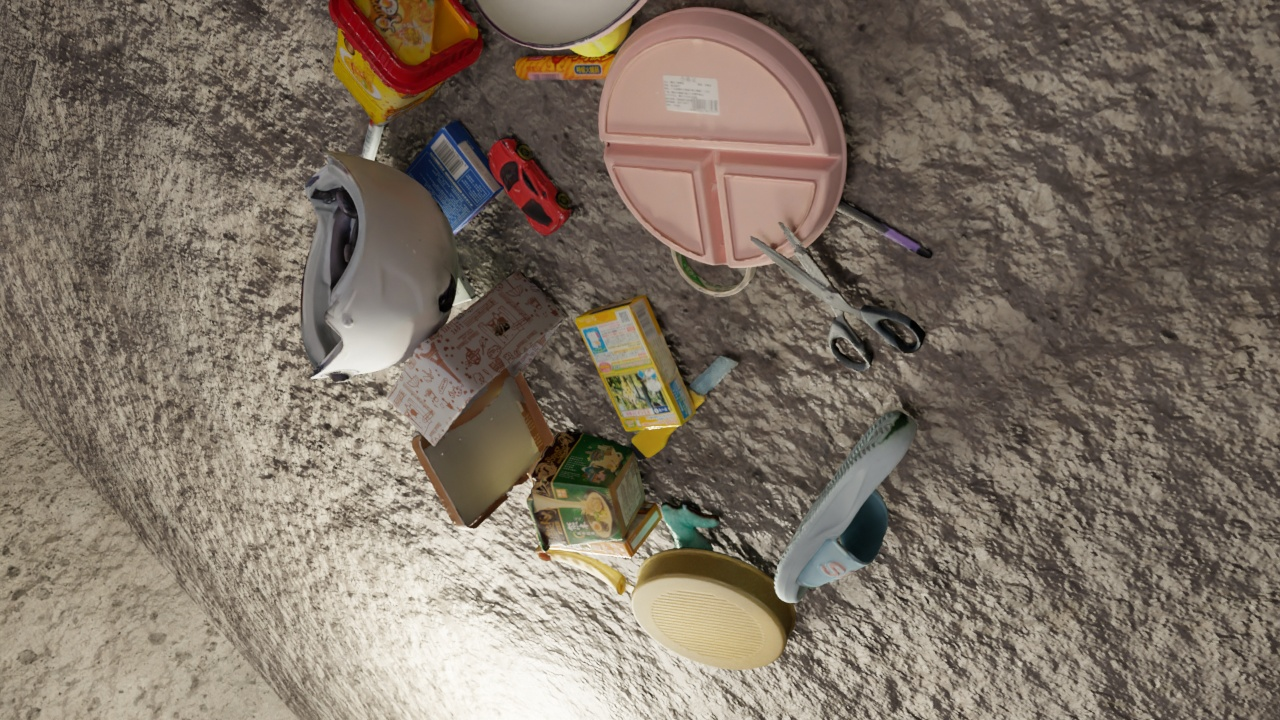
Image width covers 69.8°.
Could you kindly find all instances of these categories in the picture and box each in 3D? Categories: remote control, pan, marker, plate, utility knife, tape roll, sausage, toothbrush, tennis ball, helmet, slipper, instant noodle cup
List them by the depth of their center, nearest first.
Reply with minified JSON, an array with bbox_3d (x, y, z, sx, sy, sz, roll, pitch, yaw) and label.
[{"bbox_3d":[-0.049,-0.330,0.701,0.193,0.039,0.192,0,90,27],"label":"plate"},{"bbox_3d":[-0.040,-0.285,0.756,0.065,0.065,0.066,21,132,24],"label":"tennis ball"},{"bbox_3d":[0.156,-0.132,0.760,0.189,0.016,0.014,32,146,12],"label":"toothbrush"},{"bbox_3d":[0.058,-0.174,0.766,0.230,0.028,0.230,22,135,23],"label":"plate"},{"bbox_3d":[-0.051,-0.261,0.816,0.165,0.021,0.021,10,127,32],"label":"sausage"},{"bbox_3d":[0.068,-0.100,0.855,0.086,0.013,0.086,21,133,24],"label":"tape roll"},{"bbox_3d":[-0.232,-0.296,0.874,0.116,0.116,0.124,51,149,-7],"label":"instant noodle cup"},{"bbox_3d":[0.206,0.148,0.880,0.074,0.103,0.246,32,130,11],"label":"slipper"},{"bbox_3d":[-0.274,-0.093,0.971,0.259,0.145,0.228,-43,51,55],"label":"helmet"},{"bbox_3d":[0.044,0.053,0.990,0.033,0.015,0.224,44,138,3],"label":"utility knife"},{"bbox_3d":[-0.316,-0.225,1.055,0.017,0.017,0.146,42,137,4],"label":"marker"},{"bbox_3d":[-0.249,-0.084,1.108,0.125,0.024,0.049,-13,113,43],"label":"remote control"},{"bbox_3d":[0.016,0.285,1.141,0.358,0.078,0.198,3,132,22],"label":"pan"}]

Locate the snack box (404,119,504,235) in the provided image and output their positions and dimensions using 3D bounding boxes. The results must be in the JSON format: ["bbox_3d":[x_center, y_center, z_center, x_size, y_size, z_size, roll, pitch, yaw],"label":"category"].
[{"bbox_3d":[-0.216,-0.185,1.001,0.084,0.026,0.158,52,137,-8],"label":"snack box"}]

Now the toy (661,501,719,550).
[{"bbox_3d":[0.059,0.203,1.086,0.097,0.030,0.092,-6,121,38],"label":"toy"}]

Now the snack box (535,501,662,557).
[{"bbox_3d":[-0.052,0.206,1.141,0.154,0.075,0.026,-4,120,40],"label":"snack box"}]

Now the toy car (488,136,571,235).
[{"bbox_3d":[-0.116,-0.176,0.928,0.106,0.031,0.049,53,136,-6],"label":"toy car"}]

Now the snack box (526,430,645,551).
[{"bbox_3d":[-0.059,0.157,1.091,0.106,0.118,0.118,3,123,25],"label":"snack box"}]

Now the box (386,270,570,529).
[{"bbox_3d":[-0.179,0.043,1.038,0.136,0.179,0.270,23,132,23],"label":"box"}]

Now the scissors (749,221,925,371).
[{"bbox_3d":[0.170,-0.052,0.784,0.164,0.014,0.164,12,141,19],"label":"scissors"}]

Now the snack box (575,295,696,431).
[{"bbox_3d":[-0.006,0.006,0.968,0.087,0.033,0.140,-12,105,46],"label":"snack box"}]
